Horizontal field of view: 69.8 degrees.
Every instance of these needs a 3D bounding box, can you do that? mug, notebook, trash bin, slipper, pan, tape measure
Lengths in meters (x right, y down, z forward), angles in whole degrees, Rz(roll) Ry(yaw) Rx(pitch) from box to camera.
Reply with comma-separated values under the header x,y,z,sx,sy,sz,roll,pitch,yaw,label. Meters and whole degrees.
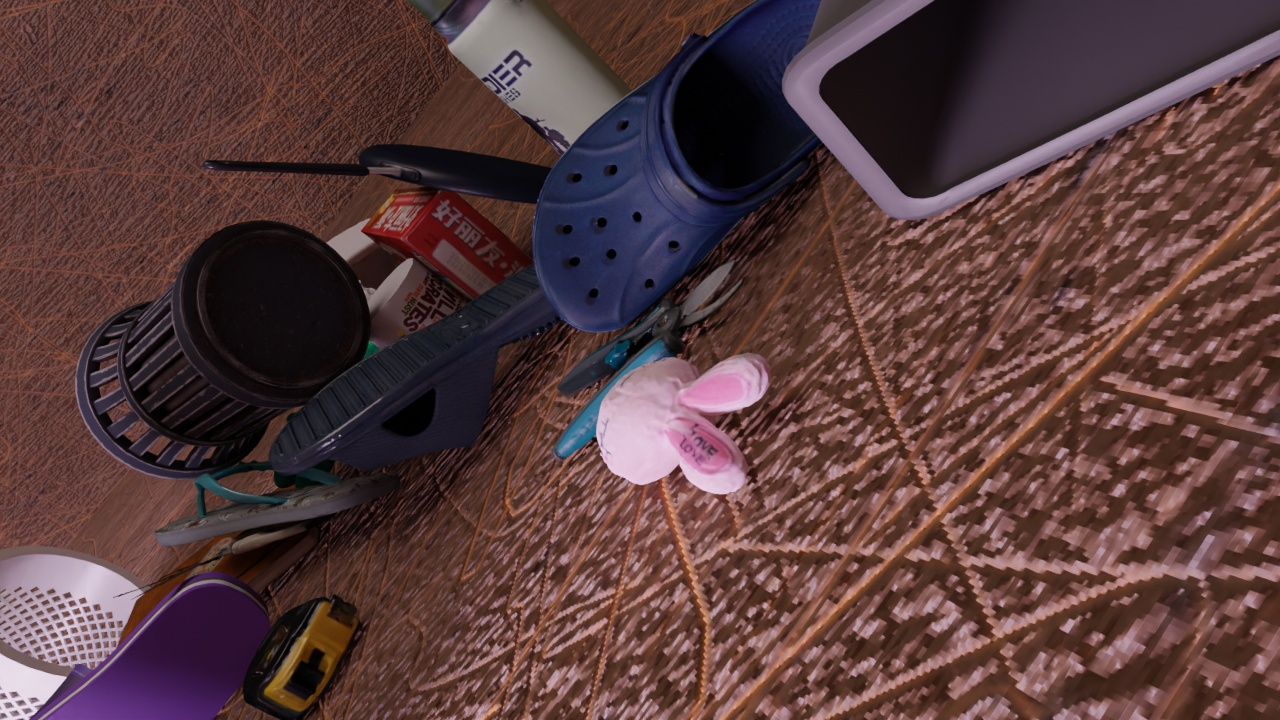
x,y,z,sx,sy,sz,roll,pitch,yaw,label
-0.189,-0.024,0.778,0.105,0.089,0.073,-25,34,43,mug
-0.389,0.203,0.834,0.249,0.014,0.178,-39,25,0,notebook
0.178,-0.194,0.395,0.192,0.097,0.219,-25,34,43,trash bin
0.030,-0.120,0.514,0.253,0.105,0.095,-42,6,10,slipper
-0.603,0.323,0.900,0.200,0.195,0.195,-57,24,7,trash bin
-0.303,0.105,0.758,0.269,0.055,0.098,-13,3,31,slipper
-0.401,0.269,0.706,0.266,0.107,0.084,-47,25,-10,slipper
-0.332,-0.007,0.738,0.228,0.164,0.163,-22,36,43,trash bin
-0.168,-0.144,0.693,0.199,0.355,0.021,18,107,27,pan
-0.130,0.018,0.649,0.263,0.082,0.101,-34,23,-12,slipper
-0.221,0.191,0.590,0.072,0.042,0.072,-22,39,40,tape measure

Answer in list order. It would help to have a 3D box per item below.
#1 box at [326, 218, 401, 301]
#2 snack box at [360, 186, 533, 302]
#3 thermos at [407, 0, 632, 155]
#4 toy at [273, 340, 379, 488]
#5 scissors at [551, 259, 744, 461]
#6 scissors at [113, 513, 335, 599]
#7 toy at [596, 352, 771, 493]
x,y,z,sx,sy,sz,roll,pitch,yaw,label
-0.270,-0.070,0.967,0.137,0.109,0.128,15,42,33,box
-0.180,-0.102,0.846,0.060,0.113,0.236,-54,25,-8,snack box
-0.072,-0.221,0.690,0.082,0.231,0.082,-38,27,23,thermos
-0.282,0.035,0.865,0.131,0.072,0.193,5,60,41,toy
-0.006,0.002,0.520,0.157,0.019,0.124,-13,44,54,scissors
-0.319,0.147,0.730,0.162,0.012,0.158,-18,4,3,scissors
0.014,0.026,0.420,0.110,0.047,0.063,-4,59,54,toy
